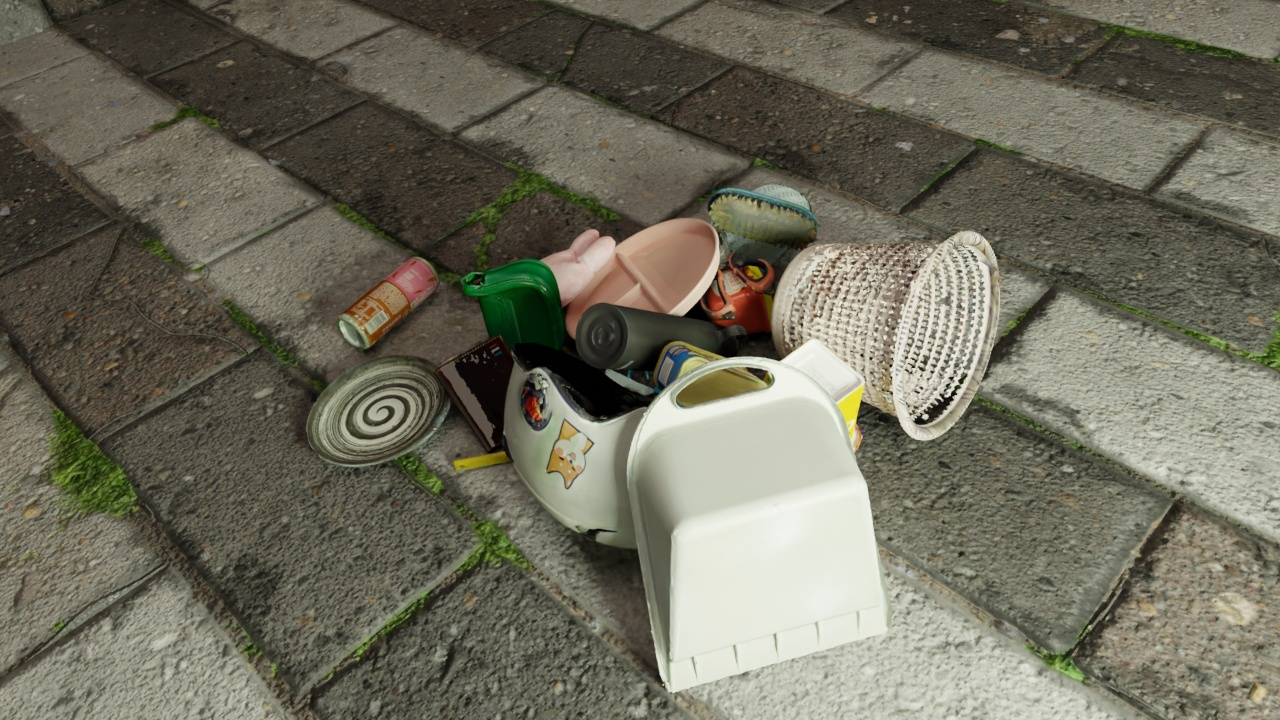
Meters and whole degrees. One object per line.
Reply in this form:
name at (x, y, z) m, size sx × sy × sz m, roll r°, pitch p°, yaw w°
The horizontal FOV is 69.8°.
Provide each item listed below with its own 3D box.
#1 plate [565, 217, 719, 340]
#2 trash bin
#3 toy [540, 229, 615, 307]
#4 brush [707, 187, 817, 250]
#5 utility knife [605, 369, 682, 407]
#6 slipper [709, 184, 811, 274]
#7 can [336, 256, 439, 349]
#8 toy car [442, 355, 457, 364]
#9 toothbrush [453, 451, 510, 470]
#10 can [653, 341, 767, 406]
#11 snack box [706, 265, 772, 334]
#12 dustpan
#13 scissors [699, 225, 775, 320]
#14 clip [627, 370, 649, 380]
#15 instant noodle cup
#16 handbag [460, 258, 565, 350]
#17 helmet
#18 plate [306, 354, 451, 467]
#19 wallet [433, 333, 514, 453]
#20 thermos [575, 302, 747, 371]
plate at (0.004, -0.097, 1.180) m, size 0.230 × 0.028 × 0.229 m, roll -26°, pitch 34°, yaw 19°
trash bin at (0.265, -0.044, 1.033) m, size 0.192 × 0.228 × 0.226 m, roll 18°, pitch 47°, yaw 41°
toy at (-0.105, -0.117, 1.236) m, size 0.159 × 0.054 × 0.121 m, roll -39°, pitch 33°, yaw -8°
brush at (0.156, -0.186, 1.173) m, size 0.144 × 0.055 × 0.073 m, roll 15°, pitch 29°, yaw -1°
utility knife at (0.044, 0.052, 1.080) m, size 0.216 × 0.018 × 0.034 m, roll 24°, pitch 53°, yaw 26°
slipper at (0.131, -0.147, 1.248) m, size 0.245 × 0.074 × 0.104 m, roll -35°, pitch 49°, yaw -5°
can at (-0.341, -0.079, 1.247) m, size 0.058 × 0.058 × 0.146 m, roll 20°, pitch 49°, yaw 26°
toy car at (-0.217, 0.022, 1.141) m, size 0.042 × 0.035 × 0.090 m, roll -27°, pitch 44°, yaw -22°
toothbrush at (-0.120, 0.101, 1.057) m, size 0.190 × 0.016 × 0.016 m, roll -10°, pitch 39°, yaw -3°
can at (0.072, 0.025, 0.930) m, size 0.102 × 0.057 × 0.083 m, roll 20°, pitch 6°, yaw -13°
snack box at (0.121, -0.077, 1.167) m, size 0.080 × 0.082 × 0.091 m, roll -17°, pitch 37°, yaw 1°
dustpan at (0.099, 0.137, 0.820) m, size 0.222 × 0.258 × 0.142 m, roll -13°, pitch 38°, yaw -6°
scissors at (0.115, -0.127, 1.154) m, size 0.205 × 0.015 × 0.202 m, roll 8°, pitch 52°, yaw 42°
clip at (-0.004, 0.006, 1.143) m, size 0.038 × 0.013 × 0.055 m, roll -6°, pitch 42°, yaw 0°
instant noodle cup at (0.175, 0.053, 0.975) m, size 0.115 × 0.124 × 0.116 m, roll -33°, pitch 61°, yaw -26°
handbag at (-0.155, -0.053, 1.144) m, size 0.120 × 0.131 × 0.067 m, roll -8°, pitch 31°, yaw 6°
helmet at (-0.034, 0.098, 0.932) m, size 0.274 × 0.229 × 0.157 m, roll 23°, pitch 94°, yaw 30°
plate at (-0.314, 0.063, 1.113) m, size 0.179 × 0.024 × 0.179 m, roll -7°, pitch 45°, yaw 7°
wallet at (-0.174, 0.038, 1.094) m, size 0.096 × 0.020 × 0.122 m, roll -32°, pitch 76°, yaw -23°
thermos at (0.035, -0.026, 1.024) m, size 0.090 × 0.242 × 0.068 m, roll -29°, pitch 73°, yaw 31°
